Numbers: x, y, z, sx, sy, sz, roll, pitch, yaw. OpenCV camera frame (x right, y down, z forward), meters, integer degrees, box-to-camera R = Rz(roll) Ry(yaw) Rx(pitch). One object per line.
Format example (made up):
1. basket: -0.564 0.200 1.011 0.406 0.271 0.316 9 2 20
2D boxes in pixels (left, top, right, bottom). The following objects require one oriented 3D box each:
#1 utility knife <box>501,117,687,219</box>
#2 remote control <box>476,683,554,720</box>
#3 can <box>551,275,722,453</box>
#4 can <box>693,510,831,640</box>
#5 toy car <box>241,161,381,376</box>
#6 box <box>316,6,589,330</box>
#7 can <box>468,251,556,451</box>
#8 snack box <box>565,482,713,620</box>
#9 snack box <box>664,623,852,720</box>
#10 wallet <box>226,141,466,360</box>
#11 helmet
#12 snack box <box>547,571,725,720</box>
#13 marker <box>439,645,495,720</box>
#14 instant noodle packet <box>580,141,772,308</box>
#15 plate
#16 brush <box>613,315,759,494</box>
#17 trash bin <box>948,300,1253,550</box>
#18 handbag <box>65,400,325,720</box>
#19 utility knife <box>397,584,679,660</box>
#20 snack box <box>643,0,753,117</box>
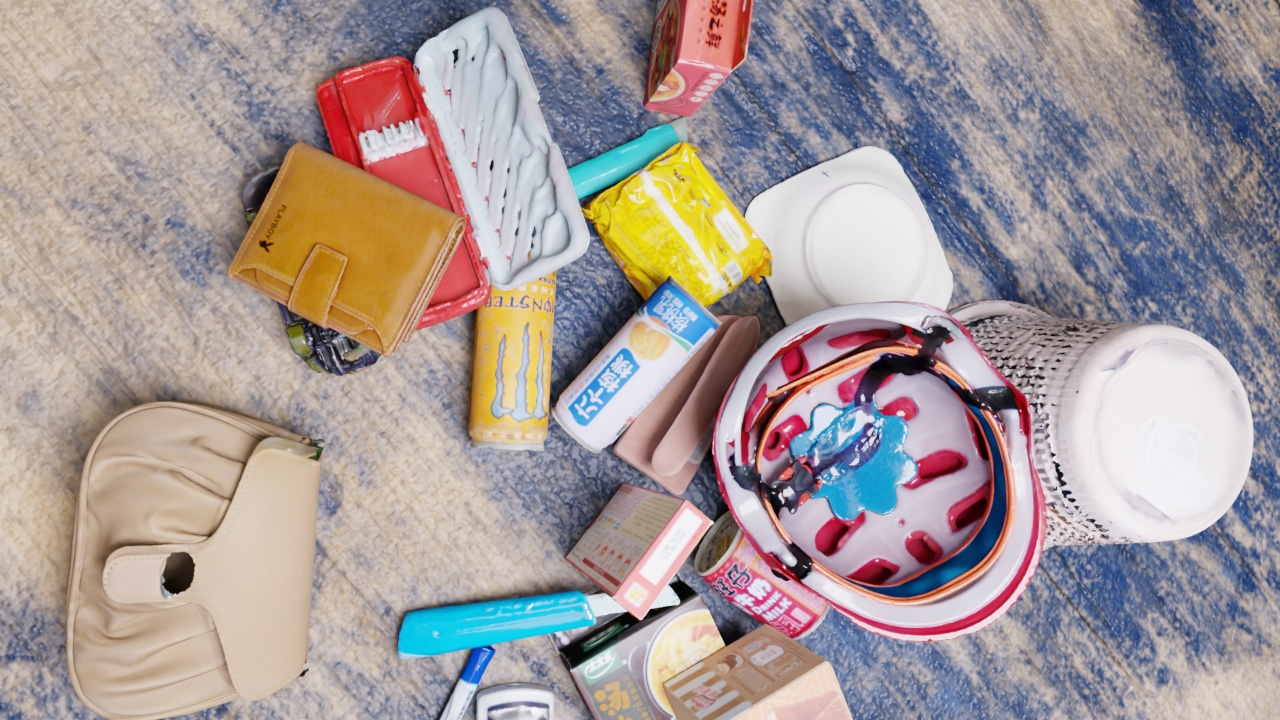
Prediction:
1. utility knife: -0.036 -0.148 0.725 0.178 0.013 0.029 -27 90 -15
2. remote control: -0.094 0.317 0.679 0.058 0.021 0.150 1 87 -14
3. can: -0.004 0.004 0.678 0.053 0.053 0.134 42 95 -9
4. can: 0.096 0.165 0.712 0.094 0.066 0.066 36 79 -10
5. toy car: -0.229 -0.066 0.656 0.070 0.042 0.158 -20 89 -11
6. box: -0.134 -0.136 0.650 0.161 0.050 0.201 -22 79 6
7. can: -0.094 -0.007 0.679 0.058 0.058 0.146 4 86 -14
8. snack box: -0.006 0.127 0.643 0.027 0.156 0.077 41 78 -10
9. snack box: 0.085 0.253 0.646 0.094 0.093 0.077 -25 98 -17
10. wallet: -0.199 -0.069 0.615 0.131 0.035 0.119 26 83 8
11. helmet: 0.165 0.073 0.668 0.207 0.144 0.240 -35 93 0
12. snack box: 0.007 0.233 0.699 0.113 0.053 0.125 -28 99 -14
13. marker: -0.146 0.277 0.671 0.017 0.017 0.145 27 81 -11
14. instant noodle packet: 0.030 -0.094 0.723 0.110 0.044 0.128 -35 92 -7
15. plate: 0.182 -0.090 0.767 0.164 0.034 0.163 -27 94 -13
16. brush: 0.044 0.027 0.705 0.063 0.073 0.145 36 77 -9
17. trash bin: 0.339 0.055 0.718 0.227 0.192 0.227 1 87 -14
18. handbag: -0.289 0.129 0.600 0.147 0.100 0.204 4 89 -17
19. utility knife: -0.074 0.188 0.673 0.208 0.018 0.034 -8 84 -2
20. snack box: 0.044 -0.261 0.693 0.044 0.127 0.113 9 84 -14
